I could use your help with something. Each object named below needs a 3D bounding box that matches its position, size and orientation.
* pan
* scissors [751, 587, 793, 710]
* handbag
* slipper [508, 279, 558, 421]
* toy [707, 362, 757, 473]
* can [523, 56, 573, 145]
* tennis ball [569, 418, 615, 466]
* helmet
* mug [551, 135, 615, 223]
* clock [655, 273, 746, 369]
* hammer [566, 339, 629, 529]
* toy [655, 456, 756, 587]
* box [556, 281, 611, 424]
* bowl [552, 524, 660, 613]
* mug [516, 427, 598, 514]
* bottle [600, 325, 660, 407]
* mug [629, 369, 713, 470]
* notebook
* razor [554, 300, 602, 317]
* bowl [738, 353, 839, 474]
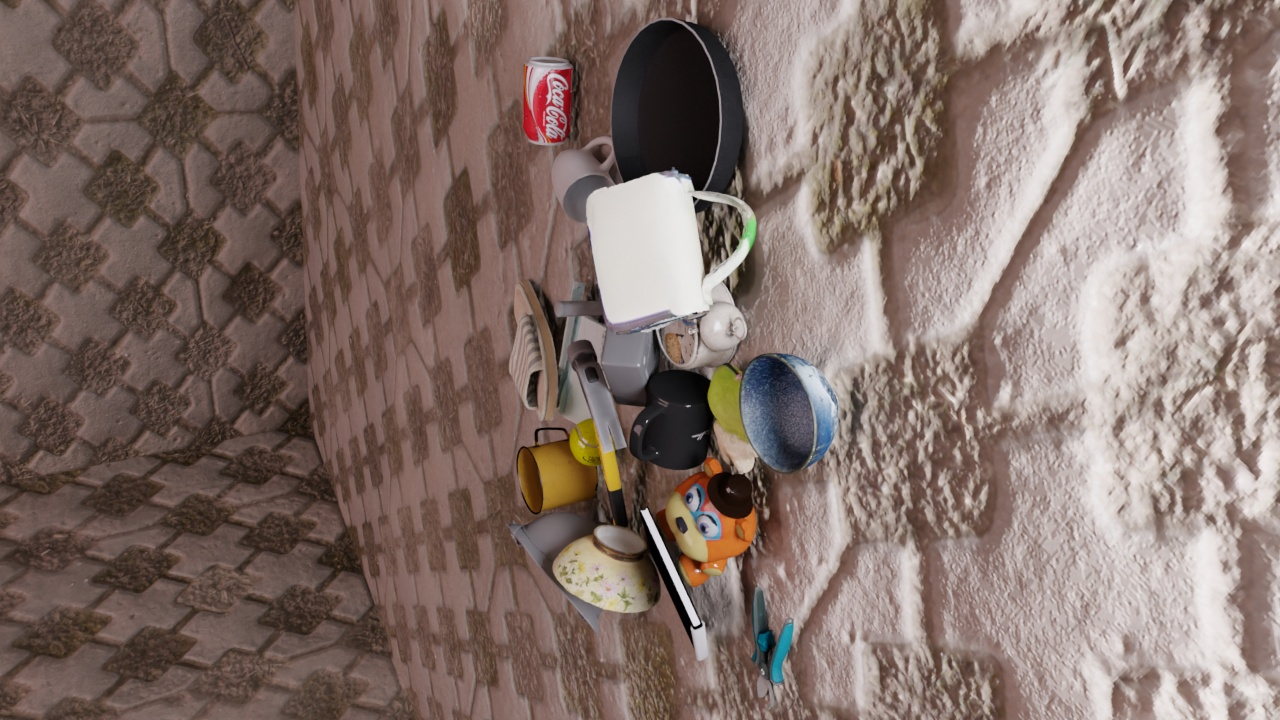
[{"bbox_3d":[0.020,-0.190,1.008,0.204,0.044,0.357,48,136,41],"label":"pan"},{"bbox_3d":[0.143,0.319,1.016,0.125,0.019,0.155,-36,70,61],"label":"scissors"},{"bbox_3d":[0.041,-0.112,0.909,0.176,0.073,0.151,-14,84,34],"label":"handbag"},{"bbox_3d":[-0.167,-0.021,1.370,0.272,0.054,0.115,-109,28,-45],"label":"slipper"},{"bbox_3d":[0.105,0.064,0.970,0.092,0.043,0.118,29,128,50],"label":"toy"},{"bbox_3d":[-0.122,-0.342,1.209,0.064,0.064,0.105,40,133,49],"label":"can"},{"bbox_3d":[-0.065,0.112,1.267,0.065,0.065,0.065,30,125,54],"label":"tennis ball"},{"bbox_3d":[-0.091,0.279,1.335,0.183,0.117,0.271,54,168,-19],"label":"helmet"},{"bbox_3d":[-0.067,-0.241,1.157,0.107,0.071,0.089,-50,42,22],"label":"mug"},{"bbox_3d":[0.064,-0.038,0.985,0.157,0.061,0.103,12,110,62],"label":"clock"},{"bbox_3d":[-0.038,0.140,1.183,0.169,0.034,0.325,-114,12,-48],"label":"hammer"},{"bbox_3d":[0.077,0.176,1.020,0.177,0.096,0.112,-53,55,41],"label":"toy"},{"bbox_3d":[-0.078,-0.001,1.281,0.126,0.074,0.198,38,139,23],"label":"box"},{"bbox_3d":[-0.035,0.254,1.171,0.145,0.145,0.063,36,113,52],"label":"bowl"},{"bbox_3d":[-0.123,0.156,1.358,0.101,0.094,0.124,10,108,62],"label":"mug"},{"bbox_3d":[-0.006,0.006,1.080,0.174,0.046,0.083,76,-159,-63],"label":"bottle"},{"bbox_3d":[0.031,0.072,1.031,0.078,0.113,0.088,29,126,33],"label":"mug"},{"bbox_3d":[0.041,0.272,1.099,0.207,0.016,0.149,79,166,-63],"label":"notebook"},{"bbox_3d":[-0.051,-0.064,1.126,0.088,0.116,0.047,25,115,56],"label":"razor"},{"bbox_3d":[0.149,0.046,0.863,0.114,0.060,0.114,31,126,56],"label":"bowl"}]
